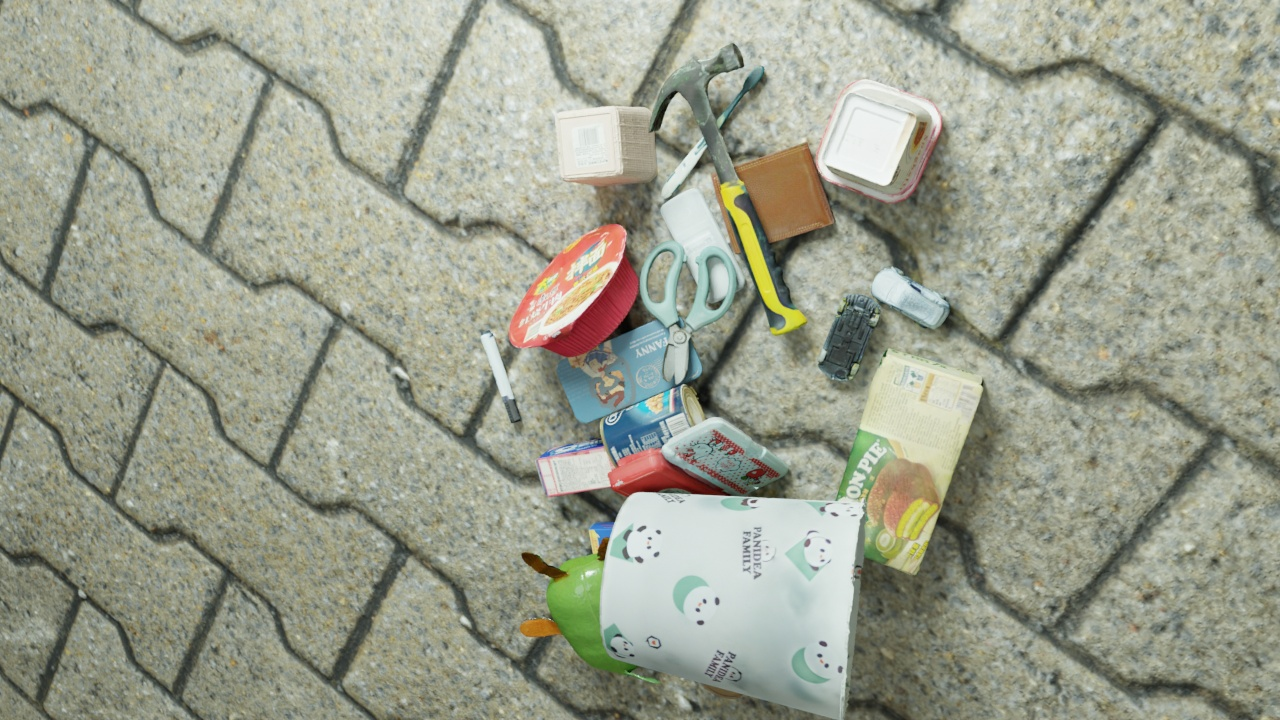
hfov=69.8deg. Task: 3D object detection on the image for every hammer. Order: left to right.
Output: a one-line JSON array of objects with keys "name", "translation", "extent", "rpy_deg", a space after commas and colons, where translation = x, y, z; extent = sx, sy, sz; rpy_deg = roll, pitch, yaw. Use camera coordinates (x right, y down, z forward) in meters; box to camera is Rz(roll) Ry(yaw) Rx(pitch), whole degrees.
[{"name": "hammer", "translation": [0.109, -0.181, 1.048], "extent": [0.126, 0.031, 0.323], "rpy_deg": [-19, 98, 26]}]

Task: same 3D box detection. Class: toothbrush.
[{"name": "toothbrush", "translation": [0.084, -0.266, 1.081], "extent": [0.016, 0.018, 0.192], "rpy_deg": [43, 114, 7]}]

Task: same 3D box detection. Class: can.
[{"name": "can", "translation": [0.019, 0.082, 1.086], "extent": [0.111, 0.075, 0.075], "rpy_deg": [-23, 92, 17]}]

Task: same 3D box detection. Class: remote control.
[{"name": "remote control", "translation": [0.076, -0.138, 1.106], "extent": [0.056, 0.020, 0.136], "rpy_deg": [-27, 91, 24]}]

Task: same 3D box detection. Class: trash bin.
[{"name": "trash bin", "translation": [0.104, 0.246, 0.982], "extent": [0.252, 0.229, 0.230], "rpy_deg": [5, 103, 17]}]

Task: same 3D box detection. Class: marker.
[{"name": "marker", "translation": [-0.187, 0.022, 1.235], "extent": [0.023, 0.018, 0.131], "rpy_deg": [-6, 104, 65]}]

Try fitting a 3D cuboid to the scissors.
[{"name": "scissors", "translation": [0.037, -0.057, 1.082], "extent": [0.139, 0.019, 0.180], "rpy_deg": [18, 89, 4]}]

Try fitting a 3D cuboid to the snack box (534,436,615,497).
[{"name": "snack box", "translation": [-0.030, 0.127, 1.180], "extent": [0.208, 0.057, 0.058], "rpy_deg": [-12, 99, 21]}]

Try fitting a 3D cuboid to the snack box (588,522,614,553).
[{"name": "snack box", "translation": [0.012, 0.255, 1.206], "extent": [0.157, 0.026, 0.084], "rpy_deg": [-5, 101, 21]}]

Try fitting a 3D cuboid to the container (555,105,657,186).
[{"name": "container", "translation": [-0.042, -0.251, 1.076], "extent": [0.090, 0.110, 0.090], "rpy_deg": [-1, 101, 20]}]

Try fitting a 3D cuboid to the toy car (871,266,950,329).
[{"name": "toy car", "translation": [0.302, -0.069, 1.032], "extent": [0.090, 0.034, 0.043], "rpy_deg": [34, 113, 12]}]

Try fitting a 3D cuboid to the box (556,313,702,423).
[{"name": "box", "translation": [-0.007, 0.007, 1.128], "extent": [0.184, 0.059, 0.090], "rpy_deg": [-25, 92, 10]}]

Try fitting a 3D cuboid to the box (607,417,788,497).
[{"name": "box", "translation": [0.073, 0.135, 1.080], "extent": [0.158, 0.201, 0.037], "rpy_deg": [-26, 57, 23]}]

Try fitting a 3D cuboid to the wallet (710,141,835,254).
[{"name": "wallet", "translation": [0.152, -0.186, 1.064], "extent": [0.125, 0.032, 0.101], "rpy_deg": [-16, 98, 23]}]

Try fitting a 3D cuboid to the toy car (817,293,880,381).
[{"name": "toy car", "translation": [0.242, -0.027, 1.062], "extent": [0.049, 0.031, 0.106], "rpy_deg": [25, 113, 18]}]

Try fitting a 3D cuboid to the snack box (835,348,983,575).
[{"name": "snack box", "translation": [0.300, 0.115, 1.054], "extent": [0.114, 0.063, 0.240], "rpy_deg": [18, 107, 16]}]

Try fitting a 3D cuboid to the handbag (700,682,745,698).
[{"name": "handbag", "translation": [0.140, 0.309, 1.131], "extent": [0.205, 0.099, 0.148], "rpy_deg": [-41, 85, 12]}]

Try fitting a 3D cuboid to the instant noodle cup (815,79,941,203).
[{"name": "instant noodle cup", "translation": [0.246, -0.232, 0.969], "extent": [0.117, 0.124, 0.116], "rpy_deg": [24, 108, 14]}]

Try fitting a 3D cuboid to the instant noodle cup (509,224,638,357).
[{"name": "instant noodle cup", "translation": [-0.070, -0.072, 1.106], "extent": [0.194, 0.193, 0.066], "rpy_deg": [-35, 118, 22]}]

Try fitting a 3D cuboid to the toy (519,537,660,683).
[{"name": "toy", "translation": [-0.050, 0.318, 1.182], "extent": [0.227, 0.089, 0.247], "rpy_deg": [-14, 120, 9]}]
